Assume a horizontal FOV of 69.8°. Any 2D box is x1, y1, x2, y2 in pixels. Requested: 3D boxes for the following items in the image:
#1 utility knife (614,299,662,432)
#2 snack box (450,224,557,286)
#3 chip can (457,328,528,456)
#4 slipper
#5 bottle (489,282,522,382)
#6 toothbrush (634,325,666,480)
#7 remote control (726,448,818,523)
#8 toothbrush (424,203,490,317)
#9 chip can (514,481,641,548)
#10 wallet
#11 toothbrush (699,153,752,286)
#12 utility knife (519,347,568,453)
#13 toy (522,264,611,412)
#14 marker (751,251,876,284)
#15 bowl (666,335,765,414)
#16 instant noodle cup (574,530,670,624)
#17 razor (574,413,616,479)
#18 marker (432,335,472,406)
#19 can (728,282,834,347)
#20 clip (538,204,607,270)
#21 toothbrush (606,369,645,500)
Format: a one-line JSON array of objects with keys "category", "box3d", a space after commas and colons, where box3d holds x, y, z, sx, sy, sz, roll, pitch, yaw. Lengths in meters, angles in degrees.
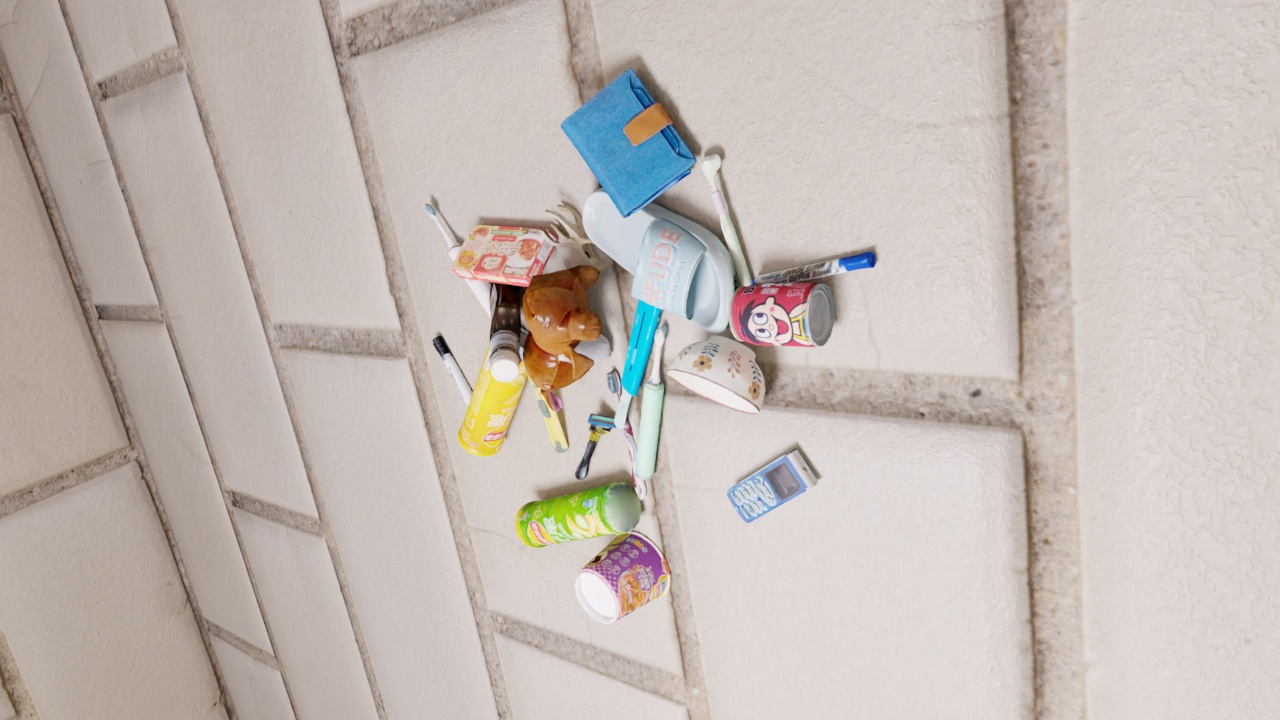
[{"category": "utility knife", "box3d": [-0.007, 0.007, 1.164, 0.034, 0.018, 0.207, 31, 125, 26]}, {"category": "snack box", "box3d": [-0.184, -0.142, 1.229, 0.153, 0.075, 0.025, 11, 158, 40]}, {"category": "chip can", "box3d": [-0.211, 0.048, 1.344, 0.072, 0.071, 0.214, 43, 133, 20]}, {"category": "slipper", "box3d": [0.013, -0.120, 1.050, 0.245, 0.074, 0.104, 38, 132, 28]}, {"category": "bottle", "box3d": [-0.178, -0.042, 1.207, 0.194, 0.044, 0.080, -101, 21, -55]}, {"category": "toothbrush", "box3d": [0.014, 0.057, 1.169, 0.026, 0.027, 0.225, 18, 122, 21]}, {"category": "remote control", "box3d": [0.154, 0.150, 1.085, 0.049, 0.024, 0.125, 56, 137, 7]}, {"category": "toothbrush", "box3d": [-0.251, -0.137, 1.326, 0.221, 0.026, 0.026, 56, 178, 8]}, {"category": "chip can", "box3d": [-0.091, 0.223, 1.314, 0.222, 0.072, 0.072, -20, 95, 46]}, {"category": "wallet", "box3d": [-0.013, -0.240, 1.017, 0.106, 0.040, 0.133, -35, 85, 12]}, {"category": "toothbrush", "box3d": [0.103, -0.132, 1.004, 0.029, 0.020, 0.189, -6, 106, 51]}, {"category": "utility knife", "box3d": [-0.135, 0.058, 1.290, 0.031, 0.020, 0.195, 5, 124, 29]}, {"category": "toy", "box3d": [-0.096, -0.031, 1.172, 0.200, 0.130, 0.140, 114, 160, -48]}, {"category": "marker", "box3d": [0.177, -0.092, 0.954, 0.146, 0.016, 0.017, -8, 103, 45]}, {"category": "bowl", "box3d": [0.092, 0.010, 1.035, 0.114, 0.113, 0.062, 16, 78, 38]}, {"category": "instant noodle cup", "box3d": [-0.031, 0.307, 1.280, 0.112, 0.099, 0.112, 19, 120, 37]}, {"category": "razor", "box3d": [-0.067, 0.119, 1.281, 0.042, 0.022, 0.143, 12, 133, -12]}, {"category": "marker", "box3d": [-0.292, 0.021, 1.445, 0.023, 0.018, 0.130, -32, 85, 55]}, {"category": "can", "box3d": [0.147, -0.048, 0.960, 0.094, 0.066, 0.066, 4, 112, 36]}, {"category": "clip", "box3d": [-0.084, -0.147, 1.163, 0.104, 0.034, 0.081, 46, 132, 6]}, {"category": "toothbrush", "box3d": [-0.019, 0.102, 1.228, 0.016, 0.017, 0.188, 0, 108, 39]}]
